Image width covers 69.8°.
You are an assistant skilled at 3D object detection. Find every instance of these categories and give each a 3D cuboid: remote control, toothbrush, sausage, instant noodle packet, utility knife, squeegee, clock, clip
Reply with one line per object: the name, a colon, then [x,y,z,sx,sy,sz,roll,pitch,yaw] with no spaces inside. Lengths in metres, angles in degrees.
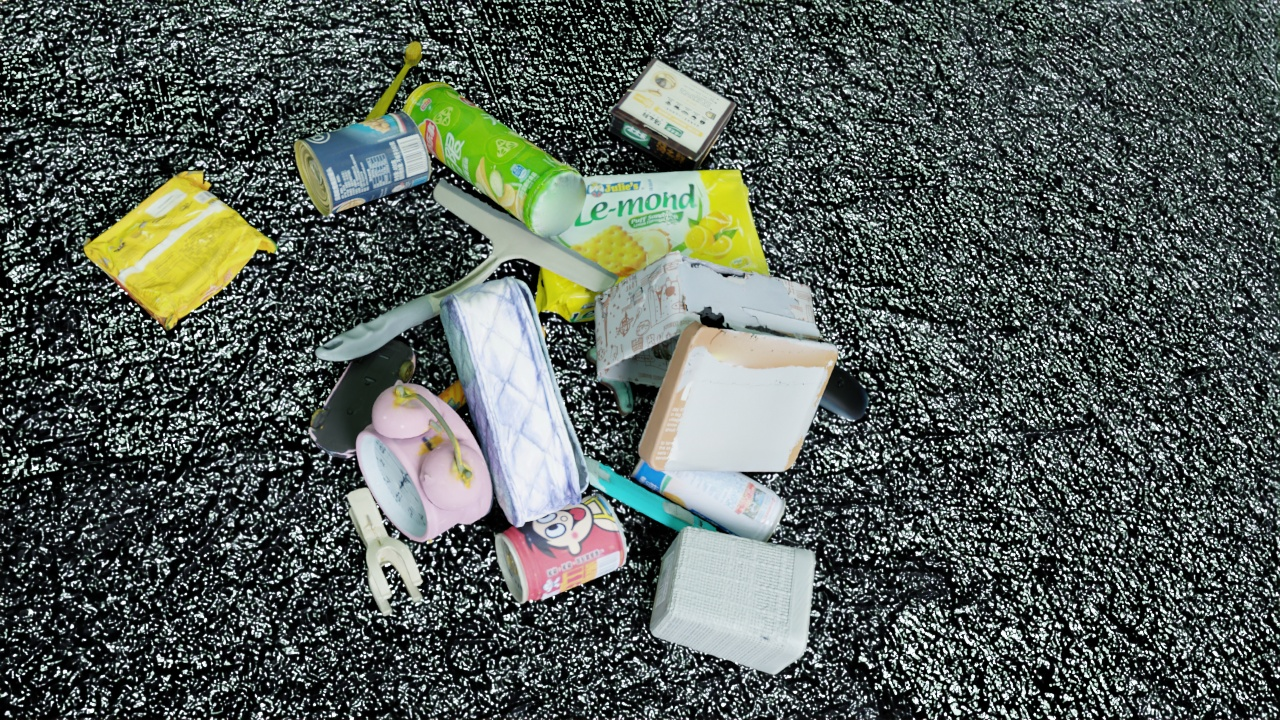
remote control: [0.176,0.013,0.943,0.136,0.024,0.053,30,56,2]
toothbrush: [-0.276,-0.280,0.987,0.015,0.017,0.189,20,57,-3]
sausage: [-0.146,0.013,0.853,0.021,0.022,0.164,42,59,10]
instant noodle packet: [-0.414,-0.102,0.830,0.111,0.044,0.128,41,62,1]
utility knife: [0.033,0.136,0.799,0.207,0.013,0.029,31,37,-23]
squeegee: [-0.191,-0.057,0.845,0.246,0.039,0.245,30,51,27]
clock: [-0.170,0.079,0.725,0.059,0.159,0.117,-30,75,-37]
clip: [-0.206,0.147,0.731,0.034,0.084,0.104,-19,79,-25]

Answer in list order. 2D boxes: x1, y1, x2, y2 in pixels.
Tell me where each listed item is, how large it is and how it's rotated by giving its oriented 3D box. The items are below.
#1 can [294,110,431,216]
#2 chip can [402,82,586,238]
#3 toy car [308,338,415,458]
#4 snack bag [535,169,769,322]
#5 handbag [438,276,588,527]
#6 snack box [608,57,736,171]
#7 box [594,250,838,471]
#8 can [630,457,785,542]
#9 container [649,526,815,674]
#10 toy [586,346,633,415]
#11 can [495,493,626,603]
can: [-0.272,-0.196,0.906,0.111,0.075,0.075,-26,71,-28]
chip can: [-0.146,-0.201,0.910,0.072,0.073,0.221,-34,57,-29]
toy car: [-0.241,0.032,0.805,0.056,0.037,0.122,19,58,7]
snack bag: [0.008,-0.115,0.937,0.246,0.068,0.157,-5,58,-9]
handbag: [-0.102,0.032,0.744,0.075,0.134,0.194,-17,94,-16]
snack box: [0.033,-0.276,1.053,0.113,0.053,0.125,30,58,2]
box: [0.072,0.018,0.817,0.182,0.153,0.178,10,69,-35]
can: [0.062,0.116,0.834,0.134,0.053,0.053,30,57,2]
container: [0.075,0.199,0.770,0.114,0.090,0.090,15,57,-4]
toy: [-0.005,0.005,0.895,0.091,0.030,0.096,-8,71,-14]
can: [-0.067,0.157,0.765,0.093,0.067,0.066,-18,67,-24]
